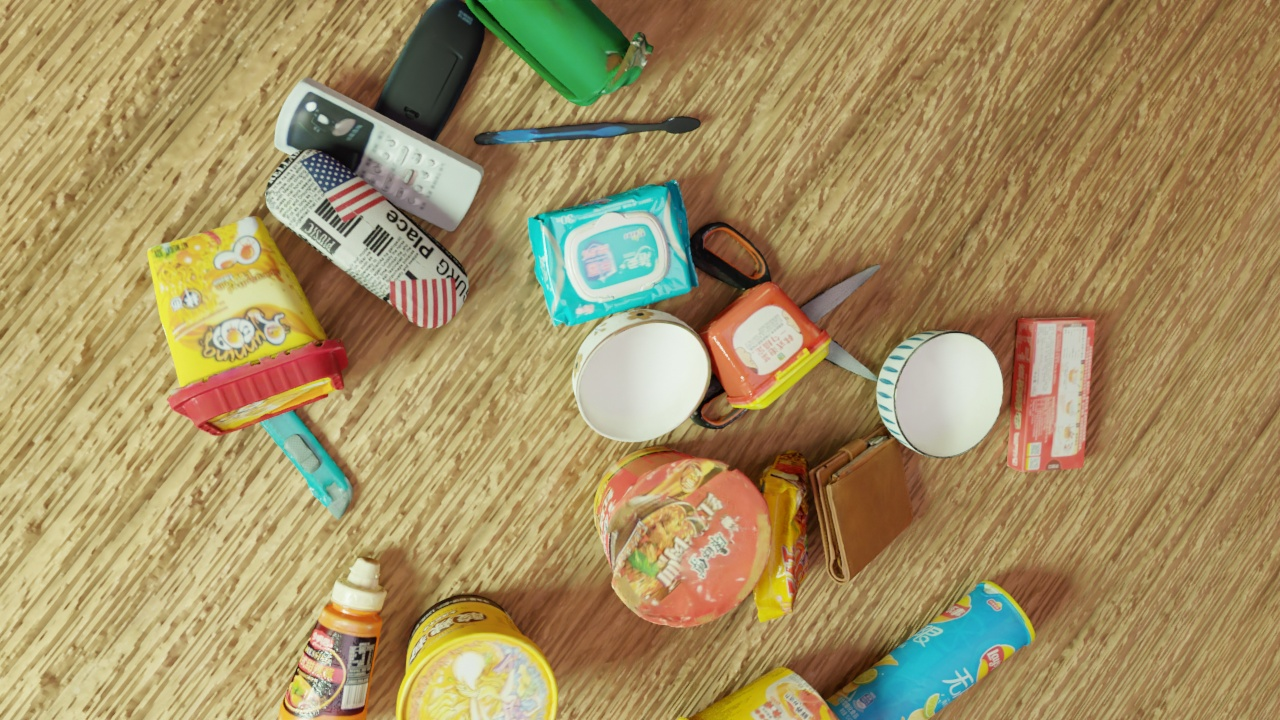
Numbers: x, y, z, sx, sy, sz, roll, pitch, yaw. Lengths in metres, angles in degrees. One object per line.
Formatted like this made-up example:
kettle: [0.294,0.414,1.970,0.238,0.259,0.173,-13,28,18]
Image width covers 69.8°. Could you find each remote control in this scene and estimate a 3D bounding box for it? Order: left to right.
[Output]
remote control: [-0.195,-0.152,0.689,0.150,0.021,0.058,24,117,-19]
remote control: [-0.162,-0.213,0.700,0.053,0.024,0.136,27,89,-20]

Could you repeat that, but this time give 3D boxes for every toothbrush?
toothbrush: [-0.041,-0.187,0.750,0.189,0.016,0.014,-8,109,-14]

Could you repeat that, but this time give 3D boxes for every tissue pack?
tissue pack: [-0.021,-0.087,0.749,0.133,0.050,0.093,-18,102,-15]

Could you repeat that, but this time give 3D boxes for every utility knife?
utility knife: [-0.275,0.054,0.709,0.029,0.013,0.166,-38,106,-14]

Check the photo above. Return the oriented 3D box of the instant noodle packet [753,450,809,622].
instant noodle packet: [0.125,0.153,0.804,0.044,0.110,0.128,5,99,18]

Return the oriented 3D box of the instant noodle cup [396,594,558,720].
instant noodle cup: [-0.134,0.250,0.727,0.118,0.114,0.118,-2,98,-17]

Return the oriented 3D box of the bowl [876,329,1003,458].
bowl: [0.267,0.027,0.847,0.116,0.066,0.116,-3,100,-17]

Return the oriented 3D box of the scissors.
scissors: [0.120,-0.028,0.817,0.233,0.022,0.221,39,86,-18]

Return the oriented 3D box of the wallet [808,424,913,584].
wallet: [0.202,0.126,0.832,0.131,0.031,0.108,-24,105,-46]

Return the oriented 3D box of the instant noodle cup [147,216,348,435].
instant noodle cup: [-0.279,-0.024,0.645,0.116,0.116,0.123,-22,87,-17]

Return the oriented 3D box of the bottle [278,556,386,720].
bottle: [-0.235,0.229,0.724,0.066,0.067,0.149,17,85,-19]

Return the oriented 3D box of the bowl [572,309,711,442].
bowl: [-0.004,0.004,0.754,0.113,0.062,0.114,-9,122,-14]

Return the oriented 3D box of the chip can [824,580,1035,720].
chip can: [0.276,0.301,0.887,0.210,0.071,0.071,-32,106,-11]

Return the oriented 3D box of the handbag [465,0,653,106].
handbag: [-0.057,-0.252,0.677,0.131,0.120,0.068,40,87,-26]

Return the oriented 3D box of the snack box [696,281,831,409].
snack box: [0.098,-0.014,0.760,0.091,0.082,0.080,-39,95,-10]

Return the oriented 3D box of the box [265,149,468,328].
box: [-0.196,-0.088,0.672,0.163,0.082,0.075,42,94,-20]

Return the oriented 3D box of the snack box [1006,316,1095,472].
snack box: [0.409,0.034,0.914,0.075,0.025,0.153,-2,99,-18]

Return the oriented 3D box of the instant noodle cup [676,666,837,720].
instant noodle cup: [0.115,0.350,0.816,0.109,0.138,0.138,-28,105,-20]

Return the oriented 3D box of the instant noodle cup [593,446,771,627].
instant noodle cup: [0.027,0.136,0.764,0.137,0.108,0.138,-2,99,-15]
